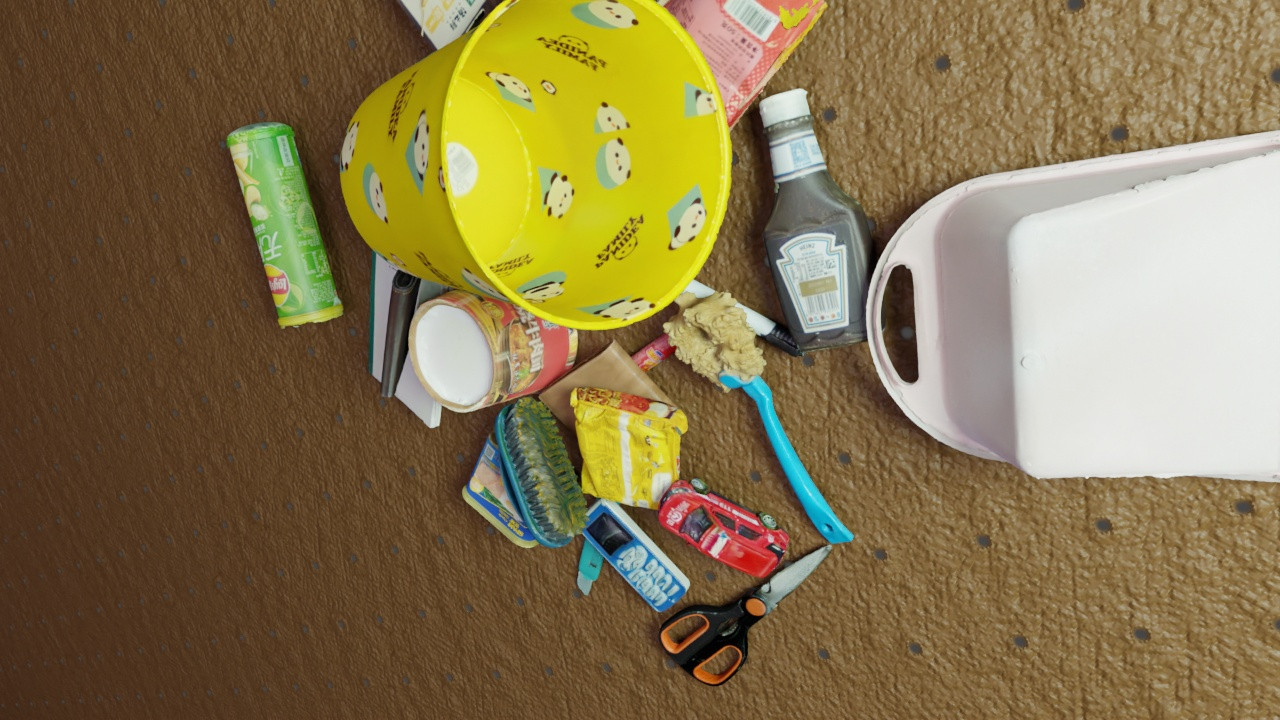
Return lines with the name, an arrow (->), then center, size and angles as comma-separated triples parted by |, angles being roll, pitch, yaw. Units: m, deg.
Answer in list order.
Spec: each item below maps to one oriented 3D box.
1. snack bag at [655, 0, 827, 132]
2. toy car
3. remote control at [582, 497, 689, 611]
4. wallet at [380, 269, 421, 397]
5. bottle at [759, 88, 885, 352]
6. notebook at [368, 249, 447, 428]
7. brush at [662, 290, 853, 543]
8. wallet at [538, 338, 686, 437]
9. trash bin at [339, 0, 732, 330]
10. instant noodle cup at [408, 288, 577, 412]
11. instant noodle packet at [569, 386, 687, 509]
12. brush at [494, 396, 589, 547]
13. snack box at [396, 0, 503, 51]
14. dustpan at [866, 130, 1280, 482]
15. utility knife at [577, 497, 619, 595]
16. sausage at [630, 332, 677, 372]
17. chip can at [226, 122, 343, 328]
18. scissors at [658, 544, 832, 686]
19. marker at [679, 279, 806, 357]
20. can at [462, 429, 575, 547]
snack bag -> 0.046, -0.232, 0.705 | 0.208, 0.073, 0.128 | -45, 72, 41
toy car -> 0.072, 0.149, 0.811 | 0.120, 0.045, 0.053 | 27, 121, -1
remote control -> -0.007, 0.189, 0.902 | 0.125, 0.024, 0.049 | 46, 122, 4
wallet -> -0.229, -0.039, 0.885 | 0.020, 0.096, 0.122 | 14, 121, -6
bottle -> 0.131, -0.106, 0.702 | 0.080, 0.043, 0.195 | -11, 99, 32
notebook -> -0.248, -0.052, 0.967 | 0.150, 0.012, 0.209 | 31, 122, 41
brush -> 0.104, 0.050, 0.769 | 0.083, 0.045, 0.254 | -24, 99, 50
wallet -> -0.029, 0.043, 0.859 | 0.101, 0.020, 0.116 | 48, 131, -12
trash bin -> -0.099, -0.147, 0.707 | 0.256, 0.229, 0.230 | 10, 113, 53
instant noodle cup -> -0.147, -0.017, 0.877 | 0.138, 0.108, 0.138 | 12, 113, 30
instant noodle packet -> -0.009, 0.086, 0.841 | 0.111, 0.044, 0.129 | 14, 131, 19
brush -> -0.102, 0.109, 0.868 | 0.074, 0.055, 0.143 | -34, 73, 43
snack box -> -0.160, -0.333, 0.808 | 0.114, 0.053, 0.125 | -41, 83, 36
dustpan -> 0.304, -0.033, 0.614 | 0.273, 0.138, 0.223 | -6, 103, -1
utility knife -> -0.041, 0.174, 0.933 | 0.029, 0.013, 0.172 | 26, 119, 20
sausage -> -0.005, 0.005, 0.846 | 0.156, 0.020, 0.020 | -33, 87, 37
chip can -> -0.393, -0.150, 1.016 | 0.073, 0.072, 0.221 | -3, 104, 34
scissors -> 0.113, 0.240, 0.855 | 0.235, 0.021, 0.125 | -26, 101, 33
marker -> 0.082, -0.038, 0.772 | 0.131, 0.022, 0.018 | 29, 126, 21
can -> -0.124, 0.127, 0.946 | 0.102, 0.057, 0.083 | 37, 121, 17
